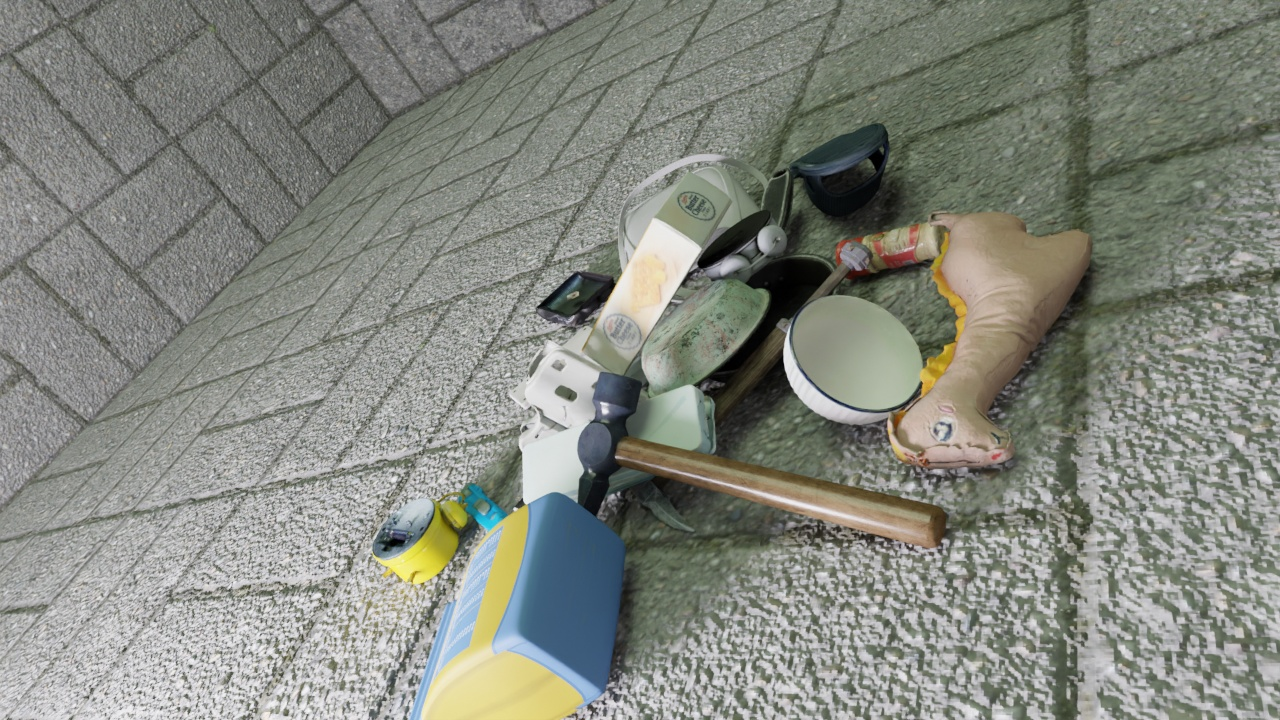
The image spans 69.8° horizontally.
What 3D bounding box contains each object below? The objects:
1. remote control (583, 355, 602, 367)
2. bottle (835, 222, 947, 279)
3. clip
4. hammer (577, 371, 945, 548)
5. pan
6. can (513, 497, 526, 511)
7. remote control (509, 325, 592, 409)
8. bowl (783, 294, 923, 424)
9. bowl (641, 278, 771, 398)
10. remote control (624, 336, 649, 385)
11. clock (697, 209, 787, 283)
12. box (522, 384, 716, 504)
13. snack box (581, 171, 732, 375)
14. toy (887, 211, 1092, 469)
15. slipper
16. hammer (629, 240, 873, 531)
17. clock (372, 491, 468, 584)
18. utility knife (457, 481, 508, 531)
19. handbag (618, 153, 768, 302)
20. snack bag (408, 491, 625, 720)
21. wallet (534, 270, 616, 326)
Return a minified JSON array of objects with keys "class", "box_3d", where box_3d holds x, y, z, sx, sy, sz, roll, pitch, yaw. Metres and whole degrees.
[{"class":"remote control","box_3d":[-0.034,-0.018,1.125,0.136,0.013,0.043,-43,29,-13]},{"class":"bottle","box_3d":[0.253,-0.112,0.924,0.109,0.044,0.044,-11,37,38]},{"class":"clip","box_3d":[-0.069,0.043,0.974,0.153,0.126,0.096,-44,22,42]},{"class":"hammer","box_3d":[0.081,0.097,0.732,0.322,0.040,0.129,10,83,35]},{"class":"pan","box_3d":[0.142,-0.102,1.014,0.188,0.055,0.355,-17,34,31]},{"class":"can","box_3d":[-0.092,0.132,0.942,0.080,0.031,0.032,-47,30,-20]},{"class":"remote control","box_3d":[-0.105,0.008,1.166,0.135,0.011,0.050,-42,29,-11]},{"class":"bowl","box_3d":[0.173,0.009,0.785,0.117,0.118,0.062,-58,-6,-36]},{"class":"bowl","box_3d":[0.055,-0.028,0.899,0.158,0.038,0.157,-40,15,13]},{"class":"remote control","box_3d":[-0.006,0.006,1.046,0.143,0.024,0.049,-41,29,-9]},{"class":"clock","box_3d":[0.110,-0.115,0.967,0.094,0.035,0.122,-39,17,1]},{"class":"box","box_3d":[-0.023,0.087,0.851,0.199,0.066,0.082,-23,31,25]},{"class":"snack box","box_3d":[0.014,-0.086,0.964,0.208,0.057,0.104,-58,0,44]},{"class":"toy","box_3d":[0.261,-0.025,0.755,0.196,0.065,0.263,22,63,46]},{"class":"slipper","box_3d":[0.238,-0.217,1.073,0.101,0.082,0.263,-30,9,7]},{"class":"hammer","box_3d":[0.105,0.014,0.849,0.317,0.028,0.147,-48,38,2]},{"class":"clock","box_3d":[-0.234,0.185,0.990,0.083,0.057,0.118,-5,41,45]},{"class":"utility knife","box_3d":[-0.161,0.165,0.988,0.031,0.015,0.179,-49,32,-14]},{"class":"handbag","box_3d":[0.073,-0.156,1.147,0.216,0.095,0.222,-30,38,10]},{"class":"snack bag","box_3d":[-0.119,0.228,0.770,0.206,0.102,0.158,-36,26,28]},{"class":"wallet","box_3d":[-0.088,-0.087,1.273,0.089,0.026,0.115,-45,29,-17]}]
